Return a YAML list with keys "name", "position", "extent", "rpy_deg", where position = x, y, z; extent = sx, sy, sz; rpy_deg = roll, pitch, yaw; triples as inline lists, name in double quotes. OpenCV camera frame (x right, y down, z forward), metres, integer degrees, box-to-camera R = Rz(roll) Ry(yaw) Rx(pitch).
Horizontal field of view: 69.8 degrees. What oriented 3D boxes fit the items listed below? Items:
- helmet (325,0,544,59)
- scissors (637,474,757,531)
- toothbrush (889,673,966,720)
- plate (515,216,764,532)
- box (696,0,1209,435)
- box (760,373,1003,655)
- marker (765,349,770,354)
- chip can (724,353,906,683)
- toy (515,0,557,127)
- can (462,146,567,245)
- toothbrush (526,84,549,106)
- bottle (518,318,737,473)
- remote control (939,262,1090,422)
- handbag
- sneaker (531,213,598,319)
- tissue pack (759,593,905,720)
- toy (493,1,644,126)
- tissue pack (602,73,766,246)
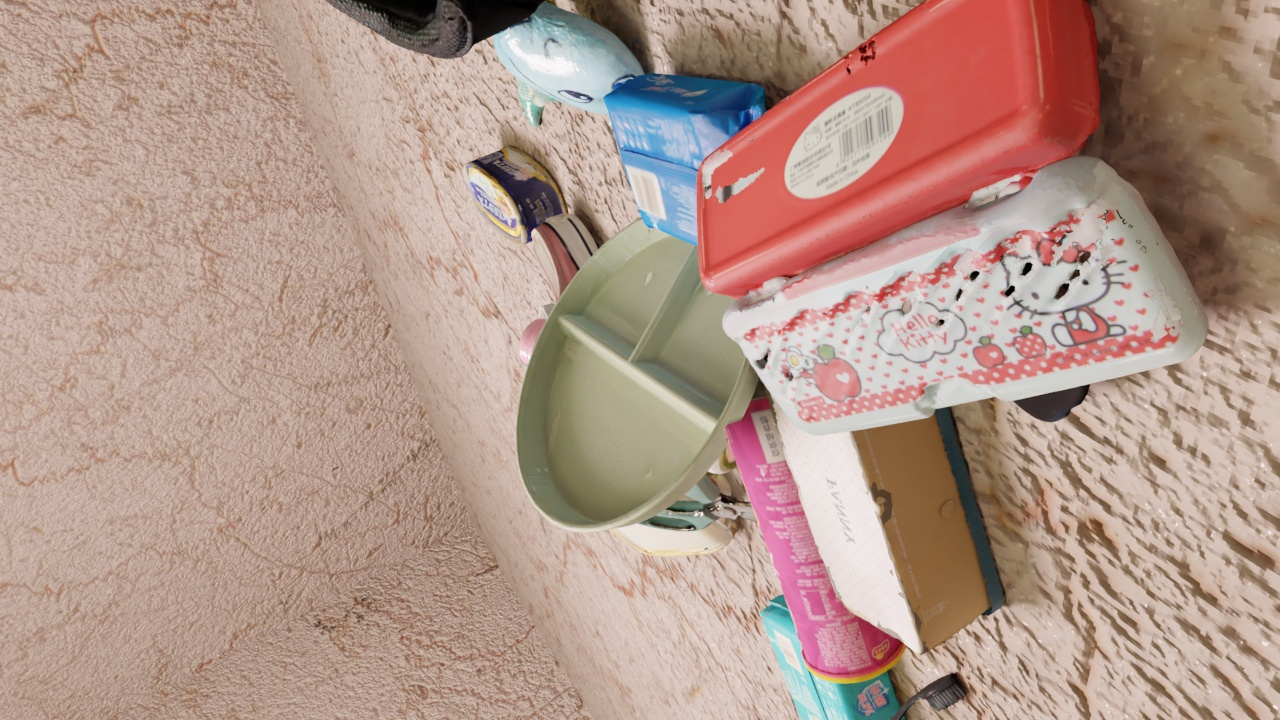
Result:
- name: "helmet"
  position: [-0.119, -0.287, 0.434]
  extent: [0.234, 0.229, 0.275]
  rpy_deg: [28, 144, 37]
- name: "scissors"
  position: [0.033, 0.100, 0.715]
  extent: [0.177, 0.019, 0.172]
  rpy_deg: [-1, 143, 33]
- name: "toothbrush"
  position: [0.166, 0.267, 0.648]
  extent: [0.018, 0.014, 0.190]
  rpy_deg: [46, 133, 16]
- name: "plate"
  position: [-0.004, 0.004, 0.602]
  extent: [0.027, 0.230, 0.230]
  rpy_deg: [27, -175, -35]
- name: "box"
  position: [0.100, -0.048, 0.370]
  extent: [0.202, 0.063, 0.160]
  rpy_deg: [-22, 86, 57]
- name: "box"
  position: [0.135, 0.077, 0.511]
  extent: [0.090, 0.063, 0.184]
  rpy_deg: [22, 137, 64]
- name: "marker"
  position: [0.097, 0.025, 0.619]
  extent: [0.018, 0.015, 0.124]
  rpy_deg: [32, 142, 55]
- name: "chip can"
  position: [0.111, 0.101, 0.593]
  extent: [0.071, 0.071, 0.210]
  rpy_deg: [19, 132, 65]
- name: "toy"
  position: [-0.074, -0.228, 0.713]
  extent: [0.092, 0.030, 0.096]
  rpy_deg: [25, 131, 55]
- name: "can"
  position: [-0.126, -0.163, 0.905]
  extent: [0.148, 0.049, 0.075]
  rpy_deg: [40, 151, 50]
- name: "toothbrush"
  position: [-0.105, -0.268, 0.706]
  extent: [0.029, 0.020, 0.189]
  rpy_deg: [113, 138, -60]
- name: "bottle"
  position: [-0.007, 0.018, 0.698]
  extent: [0.197, 0.068, 0.068]
  rpy_deg: [24, 143, 28]
- name: "remote control"
  position: [0.143, -0.035, 0.392]
  extent: [0.136, 0.024, 0.053]
  rpy_deg: [56, 156, 23]
- name: "handbag"
  position: [0.018, 0.108, 0.805]
  extent: [0.163, 0.063, 0.179]
  rpy_deg: [41, 148, -28]
- name: "sneaker"
  position: [-0.042, -0.013, 0.818]
  extent: [0.241, 0.087, 0.118]
  rpy_deg: [60, 162, 3]
- name: "tissue pack"
  position: [0.151, 0.244, 0.709]
  extent: [0.093, 0.050, 0.133]
  rpy_deg: [16, 130, 63]
- name: "toy"
  position: [-0.070, -0.215, 0.618]
  extent: [0.161, 0.049, 0.156]
  rpy_deg: [22, 170, 39]
- name: "tissue pack"
  position: [0.036, -0.115, 0.528]
  extent: [0.157, 0.052, 0.095]
  rpy_deg: [34, 148, 55]
